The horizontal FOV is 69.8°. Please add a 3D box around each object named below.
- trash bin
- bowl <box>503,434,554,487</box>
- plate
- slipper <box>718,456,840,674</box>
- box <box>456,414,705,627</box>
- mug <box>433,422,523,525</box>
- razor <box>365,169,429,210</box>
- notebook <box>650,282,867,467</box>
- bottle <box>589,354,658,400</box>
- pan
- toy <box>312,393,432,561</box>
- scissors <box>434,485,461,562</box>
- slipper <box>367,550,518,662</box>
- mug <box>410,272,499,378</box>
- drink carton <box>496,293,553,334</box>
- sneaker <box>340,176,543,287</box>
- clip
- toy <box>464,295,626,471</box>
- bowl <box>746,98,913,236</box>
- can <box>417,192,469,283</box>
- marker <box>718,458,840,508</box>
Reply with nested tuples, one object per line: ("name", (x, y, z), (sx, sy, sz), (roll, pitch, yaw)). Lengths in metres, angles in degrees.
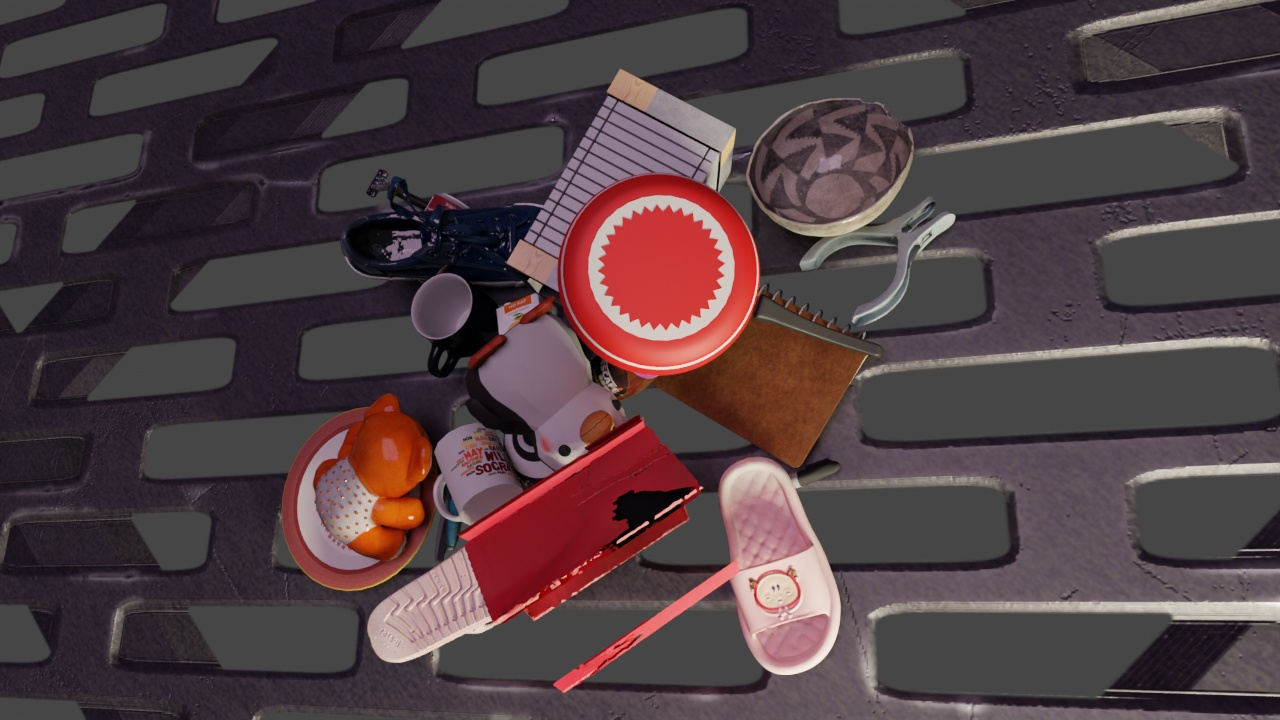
("trash bin", (-0.016, -0.167, 1.046), (0.142, 0.142, 0.247), (29, 86, 6))
("bowl", (-0.110, 0.092, 1.067), (0.120, 0.066, 0.120), (-6, 73, 18))
("plate", (-0.351, 0.172, 1.157), (0.230, 0.021, 0.229), (-6, 73, 19))
("slipper", (0.139, 0.207, 0.944), (0.107, 0.055, 0.221), (-17, 75, 14))
("box", (-0.062, 0.147, 0.879), (0.211, 0.319, 0.121), (-32, 77, -8))
("mug", (-0.194, 0.138, 1.043), (0.105, 0.073, 0.089), (-42, 55, 16))
("razor", (-0.321, -0.226, 1.262), (0.144, 0.022, 0.043), (26, 86, 24))
("notebook", (0.125, -0.004, 1.033), (0.225, 0.024, 0.167), (30, 88, 25))
("bottle", (-0.006, 0.006, 1.025), (0.166, 0.059, 0.059), (-24, 65, 39))
("pan", (0.089, -0.066, 0.942), (0.356, 0.067, 0.209), (19, 86, -1))
("toy", (-0.313, 0.135, 1.098), (0.164, 0.092, 0.173), (45, 105, 28))
("scissors", (-0.222, 0.171, 1.092), (0.123, 0.019, 0.148), (-66, 24, 16))
("slipper", (-0.194, 0.265, 1.050), (0.239, 0.064, 0.094), (-31, 70, -5))
("mug", (-0.228, -0.036, 1.133), (0.085, 0.094, 0.121), (18, 82, 24))
("drink carton", (-0.135, -0.021, 1.110), (0.059, 0.040, 0.122), (-21, 54, 13))
("sneaker", (-0.218, -0.152, 1.109), (0.294, 0.127, 0.120), (-3, 88, -5))
("clip", (0.272, -0.094, 0.991), (0.174, 0.030, 0.158), (-24, 59, 12))
("toy", (-0.094, 0.050, 0.991), (0.158, 0.140, 0.184), (-41, 91, -28))
("bowl", (0.213, -0.201, 1.023), (0.179, 0.081, 0.178), (-10, 56, 16))
("can", (-0.267, -0.158, 1.200), (0.063, 0.063, 0.114), (28, 86, 25))
("marker", (0.148, 0.133, 0.991), (0.139, 0.016, 0.022), (-21, 37, 14))
